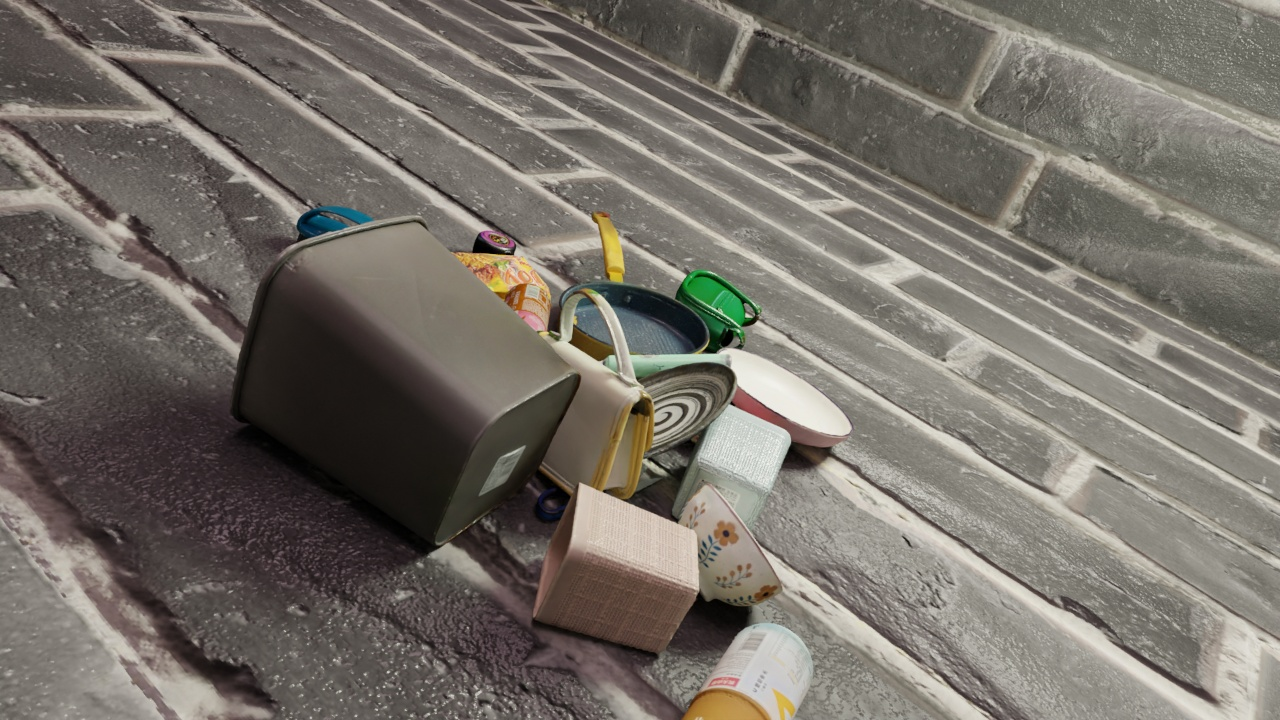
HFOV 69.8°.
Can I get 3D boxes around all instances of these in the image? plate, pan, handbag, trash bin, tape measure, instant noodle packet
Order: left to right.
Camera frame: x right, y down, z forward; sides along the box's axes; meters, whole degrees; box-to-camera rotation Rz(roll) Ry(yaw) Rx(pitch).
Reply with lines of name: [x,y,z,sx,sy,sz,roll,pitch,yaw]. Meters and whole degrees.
trash bin: [-0.194,0.021,0.794,0.220,0.199,0.198,37,31,13]
tape measure: [-0.202,-0.150,1.263,0.058,0.039,0.057,20,26,-14]
instant noodle packet: [-0.185,-0.103,1.182,0.128,0.044,0.110,1,37,-37]
handbag: [-0.049,0.027,0.872,0.063,0.179,0.163,1,23,-44]
pan: [-0.026,-0.098,1.235,0.197,0.078,0.357,6,30,-20]
plate: [0.021,0.058,0.954,0.179,0.024,0.179,-22,21,9]
handbag: [0.105,-0.069,1.303,0.120,0.068,0.131,26,27,6]
plate: [0.170,0.052,1.135,0.192,0.039,0.192,25,19,-10]

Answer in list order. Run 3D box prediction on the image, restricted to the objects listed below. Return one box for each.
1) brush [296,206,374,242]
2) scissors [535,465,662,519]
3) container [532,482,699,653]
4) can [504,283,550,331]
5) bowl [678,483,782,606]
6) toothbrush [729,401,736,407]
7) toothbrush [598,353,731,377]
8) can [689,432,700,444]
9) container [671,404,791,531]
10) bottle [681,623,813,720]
brush: [-0.348,-0.145,1.105,0.144,0.074,0.055,26,31,8]
scissors: [-0.023,0.138,0.883,0.172,0.012,0.132,5,29,-32]
container: [-0.017,0.171,0.742,0.111,0.090,0.090,21,26,-9]
can: [-0.138,-0.038,1.075,0.058,0.058,0.147,17,27,-10]
bowl: [0.068,0.172,0.806,0.062,0.113,0.113,-35,47,-8]
toothbrush: [0.110,0.056,1.132,0.018,0.016,0.181,-8,37,-35]
toothbrush: [-0.006,0.006,1.064,0.224,0.027,0.026,-1,9,-1]
can: [0.071,0.069,1.034,0.133,0.053,0.053,30,28,16]
container: [0.090,0.116,0.923,0.090,0.090,0.111,24,29,6]
bottle: [0.067,0.260,0.655,0.068,0.068,0.189,30,28,17]
